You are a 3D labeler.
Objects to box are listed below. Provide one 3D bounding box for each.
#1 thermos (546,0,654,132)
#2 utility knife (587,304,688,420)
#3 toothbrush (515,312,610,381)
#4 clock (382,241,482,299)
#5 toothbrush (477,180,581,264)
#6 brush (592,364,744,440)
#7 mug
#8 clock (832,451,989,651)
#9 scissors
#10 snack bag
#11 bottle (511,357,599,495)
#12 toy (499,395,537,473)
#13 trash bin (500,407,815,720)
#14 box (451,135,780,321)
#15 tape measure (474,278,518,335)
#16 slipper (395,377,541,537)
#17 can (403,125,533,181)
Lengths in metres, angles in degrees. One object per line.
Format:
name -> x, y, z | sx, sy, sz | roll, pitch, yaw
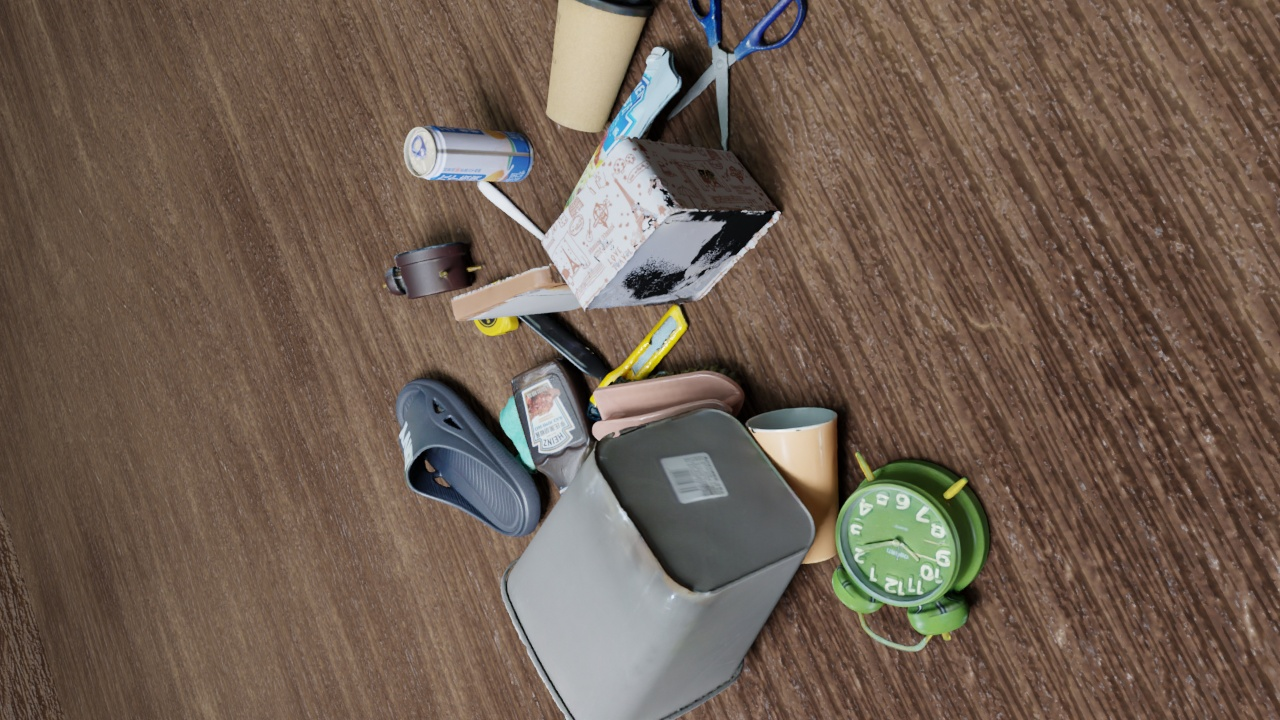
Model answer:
thermos -> -0.046, -0.296, 0.871 | 0.093, 0.092, 0.143 | 38, 126, 28
utility knife -> -0.005, 0.005, 0.913 | 0.033, 0.015, 0.155 | 46, 112, 16
toothbrush -> -0.056, 0.002, 0.963 | 0.212, 0.026, 0.027 | 40, 128, 23
clock -> -0.247, -0.102, 1.065 | 0.122, 0.081, 0.055 | -8, 98, 37
toothbrush -> -0.125, -0.148, 1.000 | 0.180, 0.016, 0.016 | 43, 119, 26
brush -> 0.028, 0.045, 0.859 | 0.146, 0.072, 0.063 | -10, 110, 26
mug -> 0.136, 0.109, 0.796 | 0.078, 0.078, 0.123 | 0, 101, 39
clock -> 0.215, 0.160, 0.750 | 0.116, 0.056, 0.161 | 11, 104, 38
scissors -> 0.078, -0.278, 0.819 | 0.163, 0.012, 0.176 | -11, 92, 40
snack bag -> -0.017, -0.203, 0.865 | 0.039, 0.110, 0.191 | 27, 122, -11
bottle -> -0.077, 0.098, 0.972 | 0.080, 0.044, 0.194 | -24, 78, 25
toy -> -0.135, 0.090, 1.039 | 0.097, 0.030, 0.092 | -45, 67, 42
trash bin -> 0.016, 0.173, 0.786 | 0.198, 0.198, 0.220 | 53, 140, 29
box -> -0.025, -0.089, 0.827 | 0.273, 0.177, 0.106 | -30, 77, 37
tape measure -> -0.162, -0.057, 1.037 | 0.057, 0.028, 0.060 | -18, 86, 38
slipper -> -0.223, 0.114, 1.066 | 0.268, 0.083, 0.111 | 36, 127, 32
can -> -0.177, -0.214, 0.955 | 0.053, 0.134, 0.053 | 8, 103, 38
